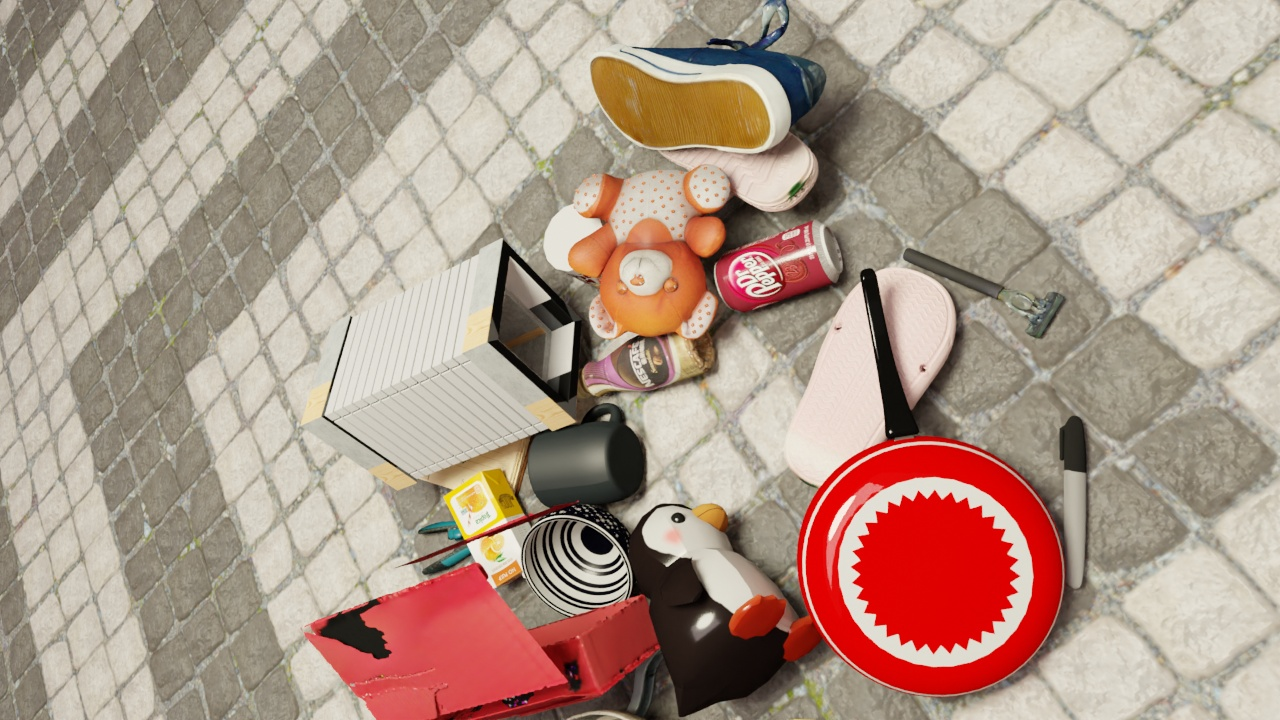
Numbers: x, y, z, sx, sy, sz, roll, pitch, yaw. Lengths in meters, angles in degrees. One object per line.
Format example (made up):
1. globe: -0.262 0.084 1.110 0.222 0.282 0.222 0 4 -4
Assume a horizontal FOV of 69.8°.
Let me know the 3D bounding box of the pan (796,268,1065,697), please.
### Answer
1. pan: 0.221 0.094 0.751 0.209 0.067 0.356 -10 84 9

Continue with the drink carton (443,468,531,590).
1. drink carton: -0.158 0.187 1.008 0.059 0.040 0.122 -34 77 19

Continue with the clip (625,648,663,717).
1. clip: -0.006 0.322 0.906 0.174 0.030 0.158 -28 67 25

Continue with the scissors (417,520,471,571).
1. scissors: -0.207 0.205 1.064 0.149 0.019 0.123 21 89 32

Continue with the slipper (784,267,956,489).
1. slipper: 0.208 0.018 0.828 0.107 0.055 0.221 27 84 32

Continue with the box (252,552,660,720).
1. box: -0.143 0.270 0.800 0.211 0.318 0.121 -24 60 27

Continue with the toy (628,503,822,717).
1. toy: 0.048 0.212 0.837 0.140 0.159 0.184 -46 42 7

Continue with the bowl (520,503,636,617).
1. bowl: -0.054 0.196 0.934 0.120 0.066 0.120 7 112 18

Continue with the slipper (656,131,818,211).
1. slipper: 0.103 -0.213 0.946 0.094 0.064 0.239 -52 44 6

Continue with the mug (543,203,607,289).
1. mug: -0.042 -0.134 1.000 0.073 0.089 0.105 30 95 33

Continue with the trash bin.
1. trash bin: -0.207 0.011 0.981 0.247 0.142 0.142 -22 45 24

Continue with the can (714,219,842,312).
1. can: 0.134 -0.091 0.895 0.114 0.063 0.063 -18 69 28

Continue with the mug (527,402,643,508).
1. mug: -0.050 0.094 0.963 0.095 0.085 0.121 -10 44 29

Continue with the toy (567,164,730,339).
1. toy: 0.009 -0.107 0.899 0.164 0.093 0.172 -2 78 15

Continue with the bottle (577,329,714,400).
1. bottle: -0.006 0.006 0.962 0.166 0.059 0.059 -18 69 30

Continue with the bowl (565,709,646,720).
1. bowl: -0.006 0.408 0.848 0.179 0.081 0.178 -4 85 40

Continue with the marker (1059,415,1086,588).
1. marker: 0.349 0.114 0.743 0.022 0.016 0.138 -13 70 62

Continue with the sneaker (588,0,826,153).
1. sneaker: 0.065 -0.285 0.919 0.127 0.121 0.295 -36 37 -26

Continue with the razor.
1. razor: 0.296 -0.069 0.814 0.144 0.022 0.043 32 95 34

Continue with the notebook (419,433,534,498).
1. notebook: -0.189 0.047 1.088 0.168 0.024 0.225 12 85 32
